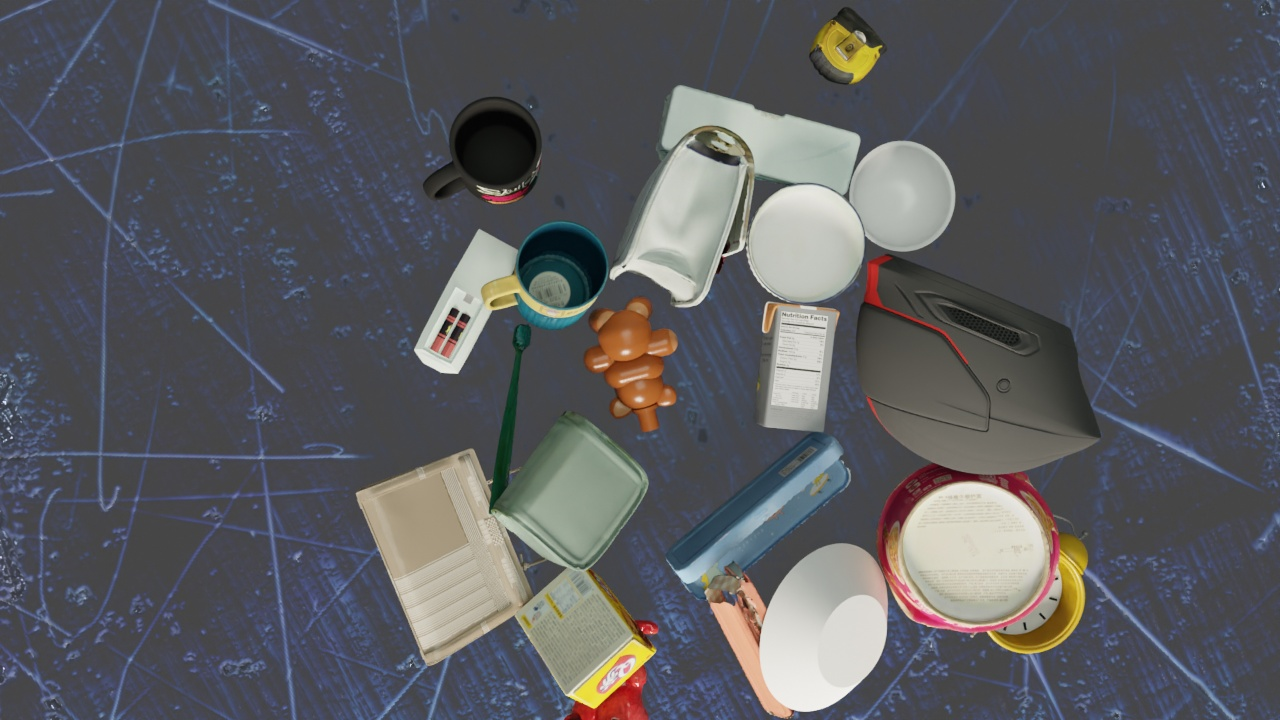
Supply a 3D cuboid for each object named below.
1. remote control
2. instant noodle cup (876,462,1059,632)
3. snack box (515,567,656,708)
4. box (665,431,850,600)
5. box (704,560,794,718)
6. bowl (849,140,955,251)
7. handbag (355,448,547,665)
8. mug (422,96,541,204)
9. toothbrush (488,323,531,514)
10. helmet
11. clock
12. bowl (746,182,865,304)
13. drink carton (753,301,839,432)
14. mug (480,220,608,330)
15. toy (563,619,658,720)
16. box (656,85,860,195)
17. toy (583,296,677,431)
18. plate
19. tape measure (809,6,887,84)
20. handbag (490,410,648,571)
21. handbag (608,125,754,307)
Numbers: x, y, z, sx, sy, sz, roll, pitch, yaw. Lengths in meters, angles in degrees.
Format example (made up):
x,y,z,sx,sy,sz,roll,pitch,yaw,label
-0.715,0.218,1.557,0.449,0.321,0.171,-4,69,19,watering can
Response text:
x,y,z,sx,sy,sz,roll,pitch,yaw,label
-0.171,-0.056,0.901,0.049,0.024,0.143,28,89,-7,remote control
0.325,0.186,0.908,0.179,0.077,0.178,-1,85,15,instant noodle cup
-0.052,0.262,0.879,0.083,0.061,0.106,-42,51,-4,snack box
0.125,0.161,0.918,0.209,0.074,0.078,-39,100,-4,box
0.125,0.274,0.910,0.062,0.058,0.188,-44,122,-34,box
0.260,-0.165,0.938,0.110,0.040,0.110,0,92,-7,bowl
-0.150,0.170,0.901,0.197,0.062,0.175,-22,92,-14,handbag
-0.150,-0.186,0.862,0.118,0.098,0.082,-30,95,-5,mug
-0.127,0.056,0.895,0.016,0.017,0.189,11,79,-21,toothbrush
0.316,0.020,0.889,0.265,0.164,0.170,23,101,3,helmet
0.407,0.232,0.964,0.113,0.052,0.152,15,95,-7,clock
0.158,-0.114,0.918,0.118,0.062,0.118,0,92,-7,bowl
0.156,0.006,0.928,0.076,0.048,0.125,6,91,-7,drink carton
-0.094,-0.073,0.860,0.113,0.107,0.083,-17,86,-13,mug
-0.020,0.326,0.923,0.088,0.094,0.132,7,62,33,toy
0.117,-0.215,0.919,0.199,0.066,0.083,11,71,-8,box
-0.005,0.005,0.911,0.095,0.065,0.128,-15,102,2,toy
0.198,0.272,0.910,0.173,0.036,0.174,-6,101,-32,plate
0.208,-0.314,0.929,0.064,0.037,0.065,-45,96,-4,tape measure
-0.068,0.126,0.881,0.106,0.067,0.121,44,69,-18,handbag
0.040,-0.125,0.837,0.096,0.198,0.142,24,91,-5,handbag
